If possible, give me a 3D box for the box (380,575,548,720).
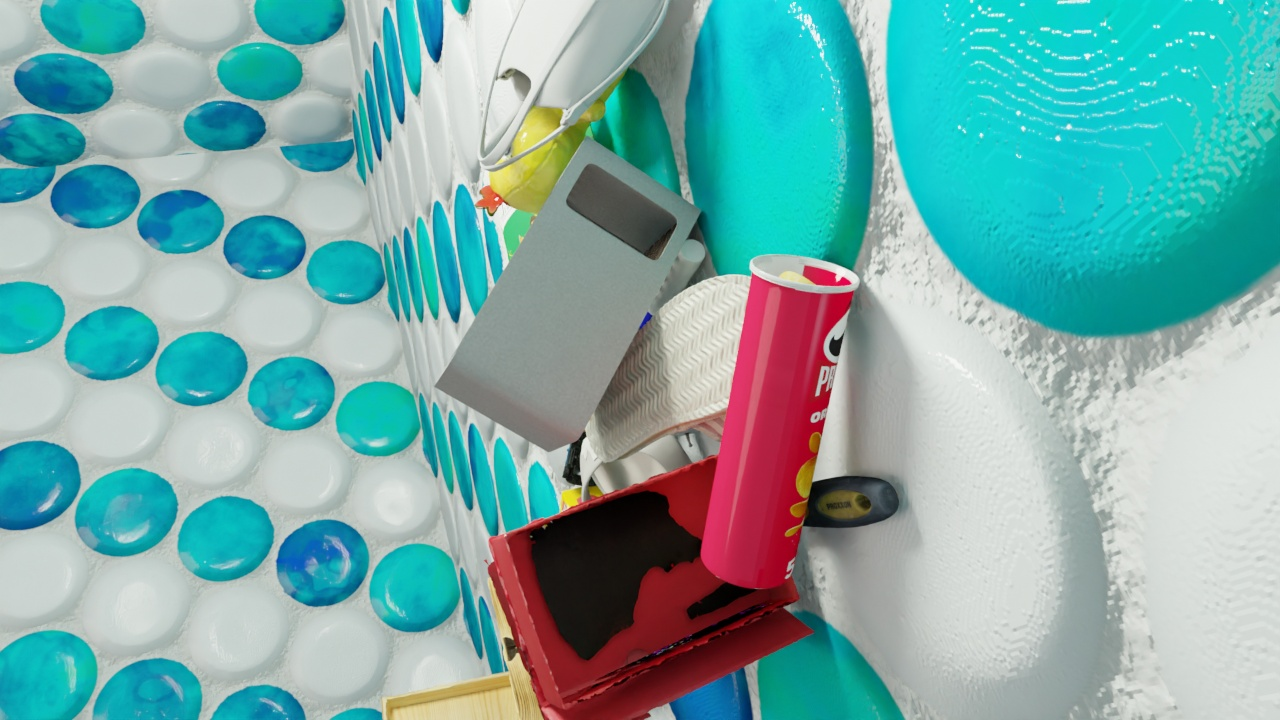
[{"bbox_3d":[-0.225,0.527,1.321,0.279,0.334,0.287,-122,14,-52],"label":"box"}]

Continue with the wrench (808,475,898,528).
[{"bbox_3d":[0.115,0.111,0.703,0.274,0.022,0.073,147,106,-69],"label":"wrench"}]

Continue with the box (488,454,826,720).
[{"bbox_3d":[0.021,0.161,0.657,0.164,0.213,0.153,68,157,10],"label":"box"}]

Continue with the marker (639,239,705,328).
[{"bbox_3d":[0.028,-0.067,0.843,0.133,0.027,0.023,125,131,-60],"label":"marker"}]

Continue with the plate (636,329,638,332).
[{"bbox_3d":[-0.006,0.006,0.962,0.134,0.011,0.134,170,91,-81],"label":"plate"}]

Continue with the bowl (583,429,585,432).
[{"bbox_3d":[-0.063,0.025,1.061,0.114,0.026,0.102,-69,23,7],"label":"bowl"}]

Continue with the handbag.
[{"bbox_3d":[-0.079,-0.261,0.794,0.223,0.095,0.216,-55,34,8],"label":"handbag"}]

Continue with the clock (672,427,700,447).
[{"bbox_3d":[0.034,0.016,0.853,0.122,0.035,0.095,-124,31,-45],"label":"clock"}]

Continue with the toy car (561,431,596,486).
[{"bbox_3d":[-0.063,0.108,1.136,0.043,0.056,0.120,-89,10,-51],"label":"toy car"}]

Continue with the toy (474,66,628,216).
[{"bbox_3d":[-0.083,-0.223,0.899,0.208,0.092,0.133,-56,29,21],"label":"toy"}]

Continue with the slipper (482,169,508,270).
[{"bbox_3d":[-0.150,-0.169,1.201,0.112,0.075,0.246,51,-163,-62],"label":"slipper"}]

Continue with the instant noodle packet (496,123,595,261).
[{"bbox_3d":[-0.102,-0.162,1.037,0.253,0.090,0.195,-32,69,55],"label":"instant noodle packet"}]

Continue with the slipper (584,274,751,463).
[{"bbox_3d":[0.038,0.016,0.763,0.264,0.052,0.115,-34,68,47],"label":"slipper"}]

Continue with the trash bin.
[{"bbox_3d":[-0.063,-0.053,0.784,0.228,0.114,0.115,-62,11,-18],"label":"trash bin"}]

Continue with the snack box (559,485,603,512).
[{"bbox_3d":[-0.064,0.223,1.180,0.106,0.061,0.083,99,152,-42],"label":"snack box"}]

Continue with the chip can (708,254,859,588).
[{"bbox_3d":[0.090,0.044,0.621,0.069,0.069,0.221,-135,48,-57],"label":"chip can"}]

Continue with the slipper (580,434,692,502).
[{"bbox_3d":[-0.023,0.131,0.968,0.113,0.080,0.266,59,158,-7],"label":"slipper"}]
